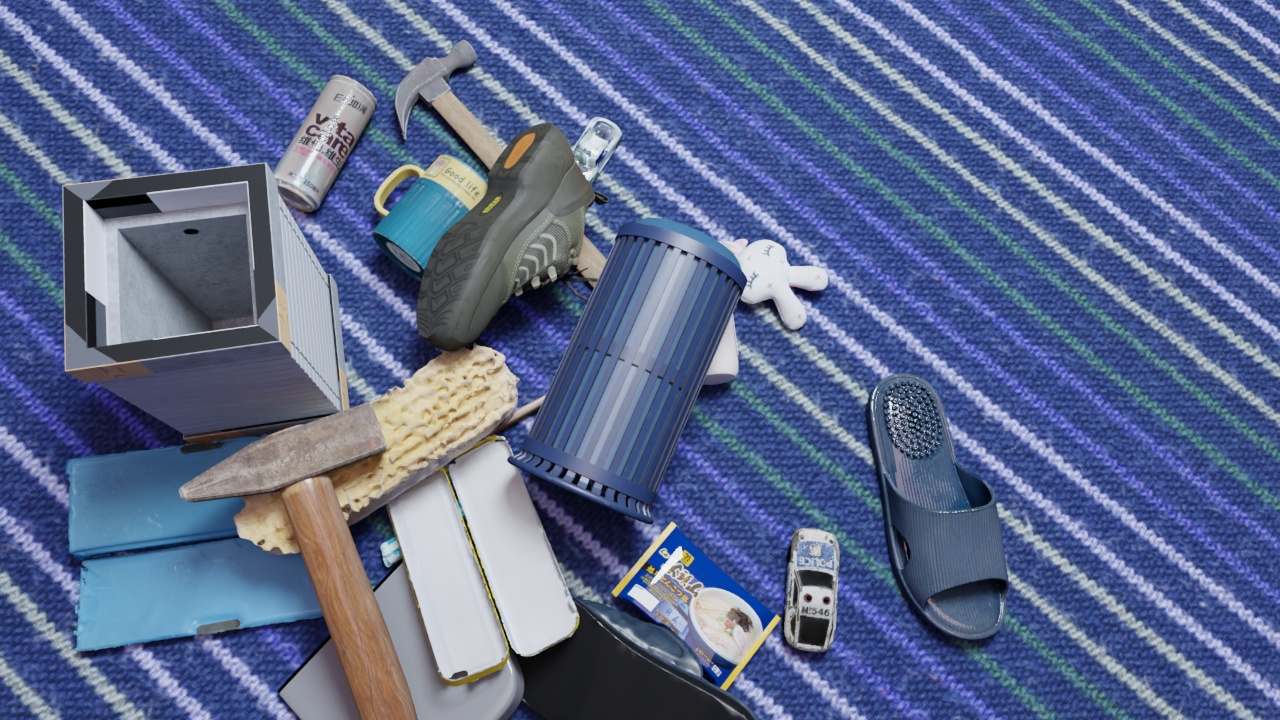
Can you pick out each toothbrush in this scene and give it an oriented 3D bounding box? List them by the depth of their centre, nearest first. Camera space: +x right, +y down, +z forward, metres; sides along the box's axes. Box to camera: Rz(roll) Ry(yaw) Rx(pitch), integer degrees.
[{"bbox_3d":[-0.087,0.034,0.898,0.166,0.016,0.016,-29,78,-14],"label":"toothbrush"}]

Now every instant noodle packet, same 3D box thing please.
[{"bbox_3d":[0.052,0.226,0.847,0.134,0.026,0.087,41,70,7],"label":"instant noodle packet"}]

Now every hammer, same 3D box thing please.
[{"bbox_3d":[-0.245,0.200,0.744,0.157,0.037,0.300,-20,87,-18],"label":"hammer"},{"bbox_3d":[-0.131,-0.189,0.960,0.119,0.031,0.331,-40,84,-17],"label":"hammer"}]

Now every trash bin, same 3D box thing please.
[{"bbox_3d":[-0.347,-0.034,0.770,0.142,0.247,0.142,-8,74,-8],"label":"trash bin"},{"bbox_3d":[-0.005,0.005,0.828,0.139,0.139,0.249,23,82,2],"label":"trash bin"}]

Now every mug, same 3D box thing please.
[{"bbox_3d":[-0.212,-0.144,0.909,0.113,0.083,0.107,33,75,16],"label":"mug"}]

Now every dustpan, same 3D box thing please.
[{"bbox_3d":[-0.166,0.310,0.782,0.257,0.033,0.163,39,78,21],"label":"dustpan"}]

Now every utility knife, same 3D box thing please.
[{"bbox_3d":[-0.188,0.152,0.852,0.116,0.015,0.022,-29,69,-15],"label":"utility knife"}]

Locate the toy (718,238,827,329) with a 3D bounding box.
[{"bbox_3d":[0.127,-0.089,0.945,0.125,0.037,0.075,30,76,3],"label":"toy"}]

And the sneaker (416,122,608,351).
[{"bbox_3d":[-0.109,-0.092,0.876,0.143,0.101,0.237,41,70,-37],"label":"sneaker"}]

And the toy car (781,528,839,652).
[{"bbox_3d":[0.160,0.212,0.855,0.048,0.041,0.112,8,72,-4],"label":"toy car"}]

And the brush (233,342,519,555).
[{"bbox_3d":[-0.229,0.078,0.821,0.270,0.057,0.083,-33,84,-18],"label":"brush"}]

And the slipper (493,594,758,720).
[{"bbox_3d":[-0.010,0.278,0.804,0.266,0.083,0.109,23,99,21],"label":"slipper"}]

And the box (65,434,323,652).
[{"bbox_3d":[-0.387,0.158,0.824,0.231,0.033,0.174,-8,76,-9],"label":"box"}]

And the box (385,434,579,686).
[{"bbox_3d":[-0.145,0.170,0.811,0.129,0.034,0.209,-23,57,-8],"label":"box"}]

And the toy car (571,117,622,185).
[{"bbox_3d":[-0.053,-0.220,0.973,0.039,0.027,0.089,30,73,2],"label":"toy car"}]

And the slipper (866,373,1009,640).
[{"bbox_3d":[0.283,0.132,0.871,0.101,0.083,0.263,-11,74,-7],"label":"slipper"}]

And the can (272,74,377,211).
[{"bbox_3d":[-0.322,-0.220,0.932,0.054,0.054,0.135,23,72,2],"label":"can"}]

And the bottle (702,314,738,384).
[{"bbox_3d":[0.066,-0.050,0.919,0.051,0.051,0.146,-4,73,-7],"label":"bottle"}]
